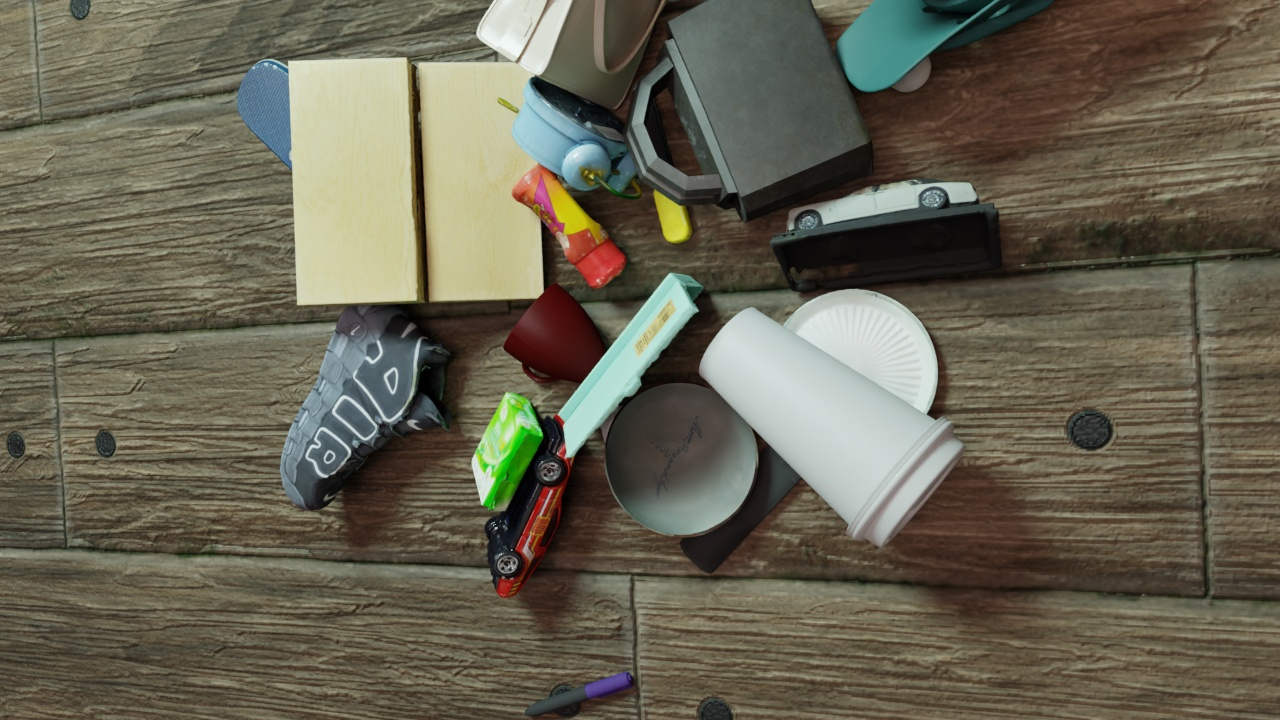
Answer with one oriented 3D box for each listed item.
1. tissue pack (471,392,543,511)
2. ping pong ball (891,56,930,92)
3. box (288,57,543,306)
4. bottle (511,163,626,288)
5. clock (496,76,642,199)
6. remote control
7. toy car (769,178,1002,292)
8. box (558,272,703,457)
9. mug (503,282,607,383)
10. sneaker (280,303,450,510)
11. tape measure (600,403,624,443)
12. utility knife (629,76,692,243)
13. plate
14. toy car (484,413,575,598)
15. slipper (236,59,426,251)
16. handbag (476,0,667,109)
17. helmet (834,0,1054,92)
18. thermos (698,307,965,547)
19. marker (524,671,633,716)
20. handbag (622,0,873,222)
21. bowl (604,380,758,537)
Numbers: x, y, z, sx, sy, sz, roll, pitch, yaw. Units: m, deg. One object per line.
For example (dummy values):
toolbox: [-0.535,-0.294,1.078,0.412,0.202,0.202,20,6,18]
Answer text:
tissue pack: [-0.139,0.095,0.951,0.034,0.114,0.100,22,102,-23]
ping pong ball: [0.241,-0.263,0.828,0.040,0.040,0.040,1,92,20]
box: [-0.229,-0.183,0.953,0.253,0.068,0.247,-2,92,-9]
bottle: [-0.070,-0.134,0.923,0.048,0.071,0.134,-42,97,-9]
clock: [-0.058,-0.214,0.900,0.162,0.117,0.060,45,116,19]
remote control: [0.098,0.148,0.906,0.045,0.021,0.141,43,103,12]
toy car: [0.220,-0.120,0.828,0.192,0.094,0.071,-7,59,21]
box: [-0.011,0.000,0.882,0.052,0.138,0.187,39,104,1]
mug: [-0.084,-0.010,0.943,0.088,0.086,0.114,38,132,0]
sneaker: [-0.282,0.067,1.005,0.151,0.097,0.252,24,95,15]
tape measure: [-0.007,0.073,0.940,0.062,0.020,0.060,-10,94,19]
utility knife: [0.019,-0.202,0.922,0.029,0.020,0.172,-15,88,18]
plate: [0.199,0.012,0.867,0.157,0.014,0.157,1,92,20]
toy car: [-0.113,0.149,0.953,0.056,0.081,0.189,18,102,-22]
slipper: [-0.318,-0.222,1.020,0.295,0.060,0.118,37,105,2]
handbag: [-0.036,-0.348,0.842,0.101,0.194,0.198,36,106,15]
helmet: [0.263,-0.359,0.735,0.275,0.200,0.176,-36,35,5]
thermos: [0.161,0.050,0.815,0.222,0.131,0.132,40,104,21]
marker: [-0.066,0.358,0.977,0.134,0.015,0.018,-25,111,19]
handbag: [0.084,-0.224,0.852,0.199,0.102,0.197,-21,84,3]
bowl: [0.036,0.092,0.895,0.150,0.057,0.150,0,93,-7]
